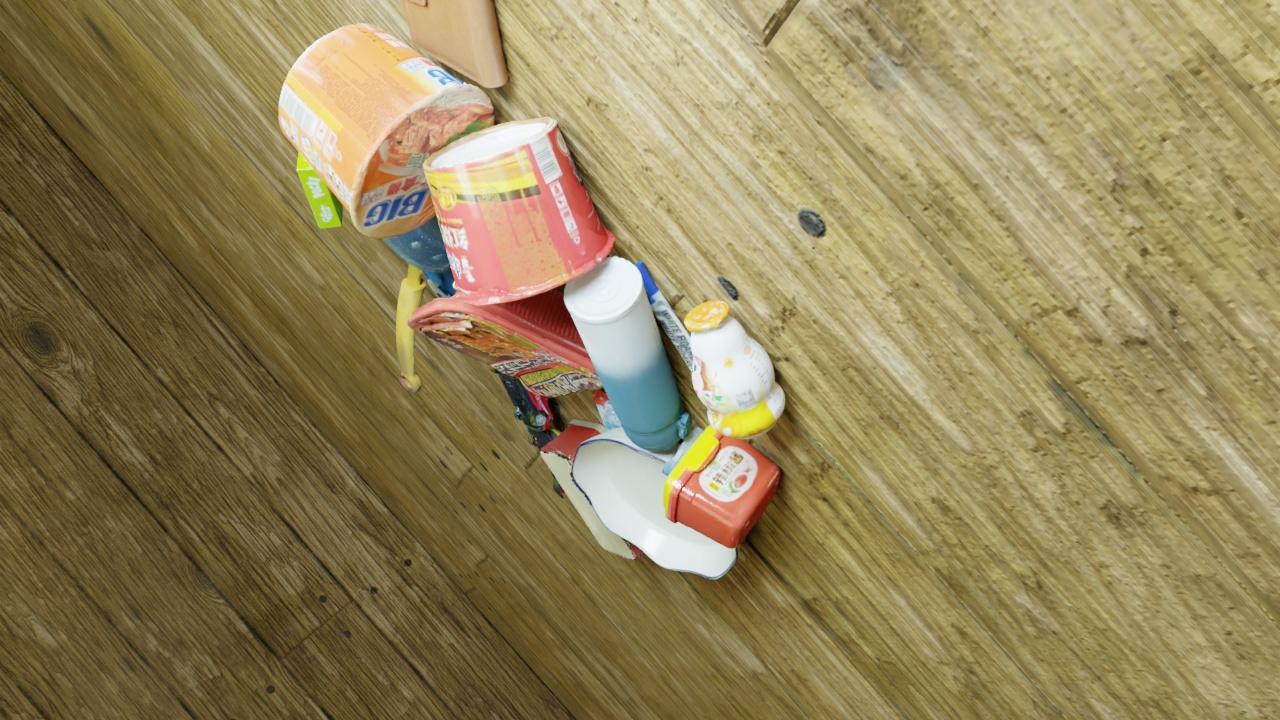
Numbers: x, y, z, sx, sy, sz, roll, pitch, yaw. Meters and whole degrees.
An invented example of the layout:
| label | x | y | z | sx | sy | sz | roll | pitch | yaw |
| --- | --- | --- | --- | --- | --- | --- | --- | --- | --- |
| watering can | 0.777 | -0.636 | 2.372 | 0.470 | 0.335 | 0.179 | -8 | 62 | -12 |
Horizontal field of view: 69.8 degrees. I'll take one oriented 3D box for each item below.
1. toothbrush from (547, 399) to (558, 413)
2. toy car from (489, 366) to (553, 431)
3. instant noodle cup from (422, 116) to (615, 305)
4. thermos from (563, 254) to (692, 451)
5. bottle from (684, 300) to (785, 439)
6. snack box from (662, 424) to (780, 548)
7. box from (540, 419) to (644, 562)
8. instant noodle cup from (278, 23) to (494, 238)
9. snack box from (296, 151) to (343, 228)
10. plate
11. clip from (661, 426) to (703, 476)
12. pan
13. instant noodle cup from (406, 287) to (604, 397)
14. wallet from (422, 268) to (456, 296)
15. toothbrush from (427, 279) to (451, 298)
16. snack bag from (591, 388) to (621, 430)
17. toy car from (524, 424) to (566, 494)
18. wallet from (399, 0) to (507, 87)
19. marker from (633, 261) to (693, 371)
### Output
| label | x | y | z | sx | sy | sz | roll | pitch | yaw |
| --- | --- | --- | --- | --- | --- | --- | --- | --- | --- |
| toothbrush | -0.173 | 0.018 | 1.171 | 0.186 | 0.017 | 0.012 | 34 | 139 | 28 |
| toy car | -0.138 | 0.030 | 1.096 | 0.053 | 0.045 | 0.120 | 17 | 133 | 52 |
| instant noodle cup | -0.099 | -0.123 | 0.724 | 0.138 | 0.137 | 0.109 | 17 | 132 | 49 |
| thermos | -0.005 | 0.005 | 0.797 | 0.070 | 0.070 | 0.221 | 32 | 159 | 32 |
| bottle | 0.069 | 0.007 | 0.704 | 0.063 | 0.063 | 0.108 | 16 | 140 | 50 |
| snack box | 0.074 | 0.115 | 0.825 | 0.080 | 0.091 | 0.082 | 32 | 152 | 18 |
| box | -0.050 | 0.161 | 1.104 | 0.091 | 0.078 | 0.168 | 4 | 130 | 56 |
| instant noodle cup | -0.212 | -0.193 | 0.750 | 0.111 | 0.151 | 0.152 | 42 | 155 | 11 |
| snack box | -0.333 | -0.224 | 0.966 | 0.086 | 0.026 | 0.156 | 90 | 172 | -54 |
| plate | 0.021 | 0.146 | 0.969 | 0.205 | 0.045 | 0.205 | 27 | 145 | 21 |
| clip | 0.044 | 0.090 | 0.873 | 0.024 | 0.056 | 0.028 | 33 | 155 | 3 |
| pan | -0.241 | -0.114 | 0.951 | 0.198 | 0.078 | 0.358 | 31 | 140 | 30 |
| instant noodle cup | -0.121 | -0.031 | 0.891 | 0.188 | 0.079 | 0.165 | 25 | 164 | -24 |
| wallet | -0.224 | -0.124 | 1.030 | 0.106 | 0.040 | 0.133 | 14 | 138 | 44 |
| toothbrush | -0.194 | -0.030 | 1.092 | 0.016 | 0.018 | 0.191 | 12 | 150 | 44 |
| snack bag | -0.025 | 0.064 | 0.984 | 0.045 | 0.026 | 0.105 | 16 | 142 | 36 |
| toy car | -0.096 | 0.132 | 1.181 | 0.071 | 0.041 | 0.156 | 20 | 145 | 46 |
| wallet | -0.151 | -0.281 | 0.688 | 0.108 | 0.031 | 0.132 | 33 | 151 | 26 |
| marker | 0.033 | -0.020 | 0.778 | 0.146 | 0.016 | 0.017 | 56 | 155 | -16 |
